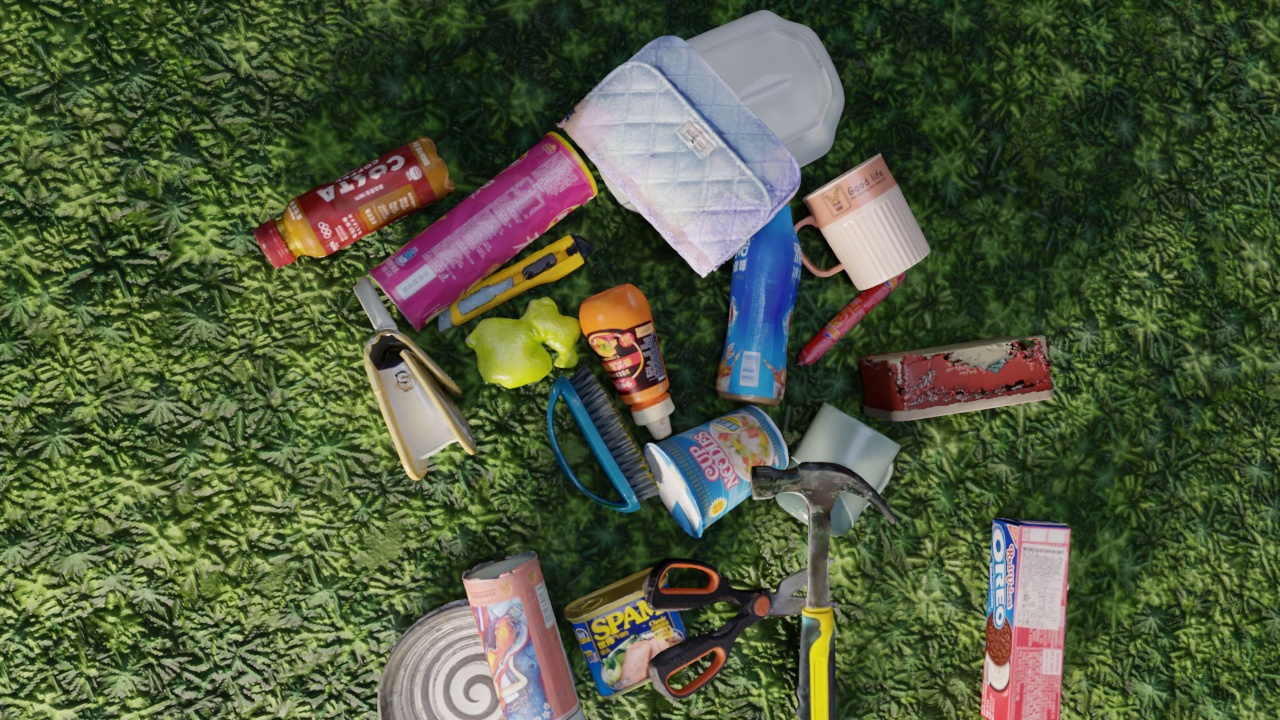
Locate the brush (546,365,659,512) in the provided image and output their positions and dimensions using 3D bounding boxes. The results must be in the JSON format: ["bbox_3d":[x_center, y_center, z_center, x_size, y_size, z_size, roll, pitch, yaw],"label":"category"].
[{"bbox_3d":[-0.043,0.080,0.852,0.073,0.055,0.144,-31,94,-9],"label":"brush"}]

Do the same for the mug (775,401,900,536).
[{"bbox_3d":[0.194,0.110,0.877,0.111,0.082,0.106,26,95,-36],"label":"mug"}]

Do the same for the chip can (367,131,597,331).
[{"bbox_3d":[-0.142,-0.117,0.834,0.210,0.071,0.071,-39,95,-8],"label":"chip can"}]

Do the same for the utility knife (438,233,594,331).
[{"bbox_3d":[-0.118,-0.073,0.864,0.167,0.015,0.033,-30,91,-9],"label":"utility knife"}]

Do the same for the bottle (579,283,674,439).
[{"bbox_3d":[-0.005,0.005,0.861,0.066,0.067,0.149,-23,99,-9],"label":"bottle"}]

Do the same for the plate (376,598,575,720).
[{"bbox_3d":[-0.150,0.306,0.846,0.179,0.024,0.179,0,90,-9],"label":"plate"}]

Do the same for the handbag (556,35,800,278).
[{"bbox_3d":[0.039,-0.186,0.821,0.134,0.075,0.194,-44,90,-6],"label":"handbag"}]

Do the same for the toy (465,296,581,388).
[{"bbox_3d":[-0.107,-0.013,0.856,0.096,0.031,0.100,38,83,-8],"label":"toy"}]

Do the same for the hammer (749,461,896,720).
[{"bbox_3d":[0.166,0.245,0.846,0.126,0.031,0.323,-2,107,3],"label":"hammer"}]

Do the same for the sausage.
[{"bbox_3d":[0.211,-0.046,0.916,0.155,0.020,0.020,-42,95,-8],"label":"sausage"}]

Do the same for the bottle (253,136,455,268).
[{"bbox_3d":[-0.256,-0.139,0.822,0.174,0.057,0.057,-28,93,-9],"label":"bottle"}]

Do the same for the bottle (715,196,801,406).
[{"bbox_3d":[0.118,-0.067,0.878,0.065,0.065,0.218,9,86,-9],"label":"bottle"}]

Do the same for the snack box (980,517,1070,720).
[{"bbox_3d":[0.385,0.262,0.917,0.058,0.057,0.207,5,88,-7],"label":"snack box"}]

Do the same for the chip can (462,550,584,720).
[{"bbox_3d":[-0.094,0.280,0.806,0.071,0.071,0.214,-16,92,-10],"label":"chip can"}]

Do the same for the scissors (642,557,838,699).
[{"bbox_3d":[0.093,0.242,0.857,0.227,0.022,0.197,30,75,-27],"label":"scissors"}]

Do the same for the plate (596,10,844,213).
[{"bbox_3d":[0.079,-0.242,0.891,0.265,0.034,0.162,-25,92,-9],"label":"plate"}]

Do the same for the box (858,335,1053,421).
[{"bbox_3d":[0.305,0.008,0.892,0.168,0.091,0.077,-8,93,-10],"label":"box"}]

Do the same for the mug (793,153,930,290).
[{"bbox_3d":[0.207,-0.125,0.892,0.115,0.081,0.106,-30,95,18],"label":"mug"}]

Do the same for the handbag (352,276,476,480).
[{"bbox_3d":[-0.196,0.006,0.775,0.063,0.163,0.178,-24,92,-11],"label":"handbag"}]

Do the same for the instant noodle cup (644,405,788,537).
[{"bbox_3d":[0.074,0.095,0.856,0.109,0.099,0.099,-28,93,-17],"label":"instant noodle cup"}]

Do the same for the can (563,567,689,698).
[{"bbox_3d":[-0.009,0.252,0.853,0.102,0.057,0.083,-22,94,-9],"label":"can"}]
